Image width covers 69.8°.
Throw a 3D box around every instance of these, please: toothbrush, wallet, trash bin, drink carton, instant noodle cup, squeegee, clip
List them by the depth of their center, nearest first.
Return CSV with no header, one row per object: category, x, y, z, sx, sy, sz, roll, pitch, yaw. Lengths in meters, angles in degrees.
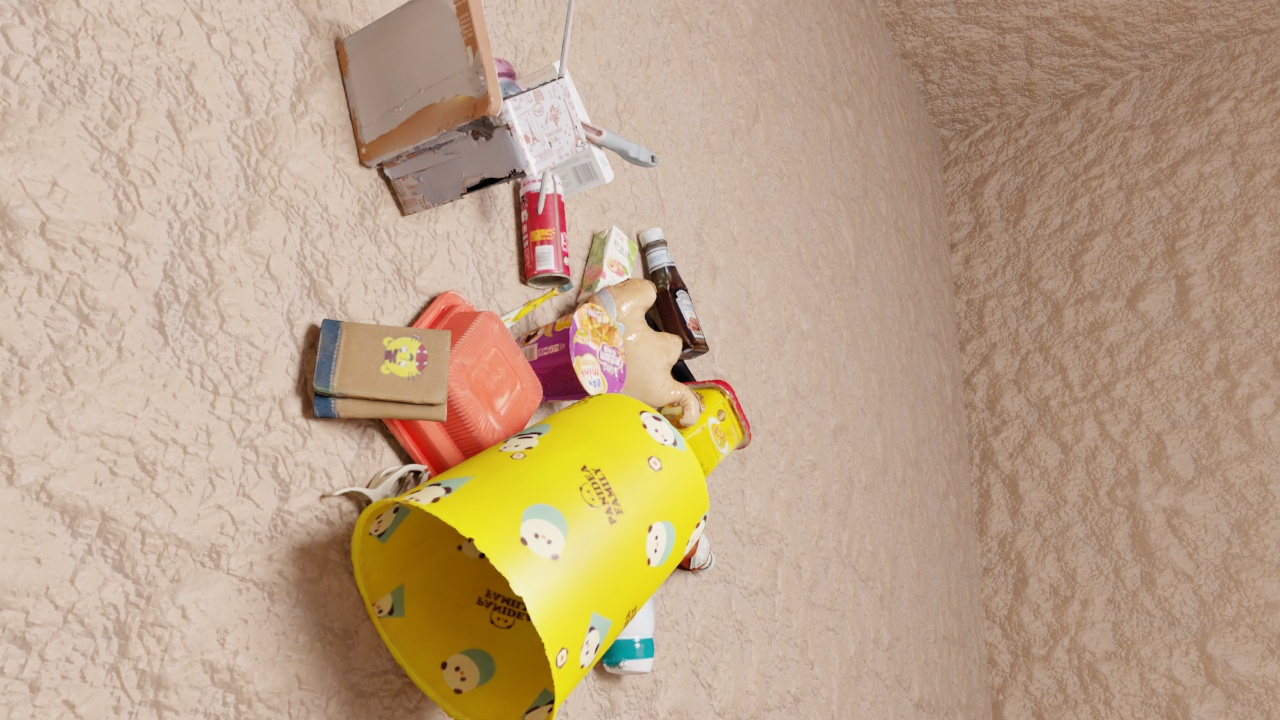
wallet,-0.228,0.010,0.815,0.115,0.033,0.090,5,70,-15
trash bin,-0.082,0.162,0.820,0.254,0.230,0.229,-34,109,-45
clip,-0.236,0.119,0.829,0.096,0.034,0.061,-35,110,-48
instant noodle cup,-0.170,0.028,0.922,0.164,0.079,0.188,60,34,-27
instant noodle cup,-0.085,0.000,1.051,0.111,0.099,0.111,27,56,-50
toothbrush,-0.129,-0.063,1.081,0.190,0.018,0.016,-40,112,-56
squeegee,-0.048,-0.272,1.106,0.249,0.040,0.247,10,89,-60
drink carton,-0.044,-0.115,1.212,0.053,0.046,0.122,38,46,-32
instant noodle cup,0.074,0.102,1.272,0.123,0.116,0.116,-46,119,-42
toothbrush,0.041,-0.012,1.336,0.213,0.026,0.027,57,2,-28

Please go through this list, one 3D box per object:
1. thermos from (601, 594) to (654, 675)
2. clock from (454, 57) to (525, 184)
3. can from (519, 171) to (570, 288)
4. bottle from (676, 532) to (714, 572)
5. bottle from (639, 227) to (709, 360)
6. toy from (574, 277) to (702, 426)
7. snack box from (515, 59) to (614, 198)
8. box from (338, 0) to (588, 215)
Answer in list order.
thermos,-0.016,0.259,1.099,0.073,0.073,0.224,22,61,-54
clock,-0.171,-0.286,1.056,0.158,0.060,0.117,64,32,-17
can,-0.115,-0.157,1.103,0.053,0.053,0.132,13,68,-56
bottle,0.064,0.248,1.203,0.206,0.060,0.059,54,33,-66
bottle,0.044,-0.098,1.328,0.079,0.044,0.194,6,64,-64
toy,-0.007,0.007,1.162,0.226,0.143,0.082,61,-7,-28
snack box,-0.102,-0.284,1.143,0.157,0.085,0.026,65,34,-19
box,-0.186,-0.263,0.910,0.155,0.183,0.192,-46,121,-55
